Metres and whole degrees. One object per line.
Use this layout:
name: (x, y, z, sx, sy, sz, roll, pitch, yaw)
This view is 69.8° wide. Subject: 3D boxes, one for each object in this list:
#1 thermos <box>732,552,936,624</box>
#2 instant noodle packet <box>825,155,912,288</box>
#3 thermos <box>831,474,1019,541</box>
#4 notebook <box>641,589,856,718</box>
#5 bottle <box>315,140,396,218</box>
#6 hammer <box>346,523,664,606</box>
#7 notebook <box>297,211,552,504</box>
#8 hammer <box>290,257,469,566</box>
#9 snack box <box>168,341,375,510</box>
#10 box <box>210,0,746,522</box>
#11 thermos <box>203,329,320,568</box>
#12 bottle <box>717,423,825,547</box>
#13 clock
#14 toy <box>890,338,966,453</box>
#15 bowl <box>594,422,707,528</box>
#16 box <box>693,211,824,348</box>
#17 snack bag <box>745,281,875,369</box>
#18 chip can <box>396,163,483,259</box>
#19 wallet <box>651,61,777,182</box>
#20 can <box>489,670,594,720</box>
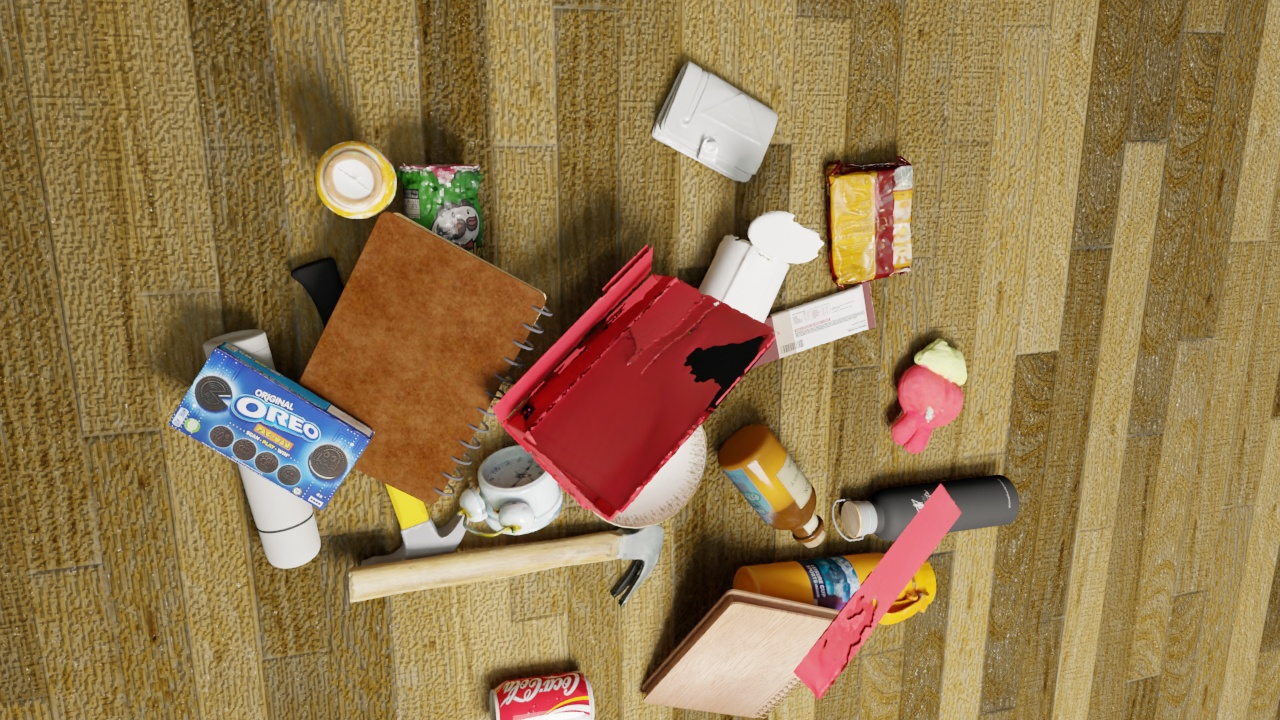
thermos: (0.229, 0.273, 1.061, 0.232, 0.091, 0.076, -1, 145, -18)
instant noodle packet: (0.245, -0.150, 0.984, 0.098, 0.039, 0.135, -11, 109, -16)
thermos: (0.331, 0.177, 1.084, 0.231, 0.061, 0.061, -4, 105, -17)
notebook: (0.121, 0.334, 1.024, 0.169, 0.022, 0.211, 17, 128, -21)
bottle: (-0.241, -0.153, 0.785, 0.063, 0.109, 0.063, -2, 99, -13)
hammer: (-0.128, 0.206, 0.939, 0.329, 0.033, 0.132, -3, 108, -25)
notebook: (-0.199, 0.004, 0.816, 0.167, 0.024, 0.226, 28, 103, -9)
hammer: (-0.254, 0.058, 0.882, 0.127, 0.029, 0.324, -19, 108, -13)
snack box: (-0.317, 0.058, 0.796, 0.150, 0.027, 0.082, 33, 100, -13)
box: (-0.072, -0.075, 0.732, 0.215, 0.141, 0.511, -46, 133, -15)
thermos: (-0.344, 0.085, 0.844, 0.052, 0.052, 0.224, -13, 107, -15)
bottle: (0.154, 0.146, 1.015, 0.068, 0.068, 0.157, -41, 112, -5)
clock: (-0.126, 0.134, 0.897, 0.117, 0.083, 0.057, -50, 143, -47)
toy: (0.332, 0.042, 1.058, 0.091, 0.045, 0.135, 21, 92, -25)
bowl: (-0.010, 0.095, 0.944, 0.145, 0.063, 0.145, -2, 95, -23)
box: (0.111, -0.079, 0.904, 0.083, 0.143, 0.137, 24, 93, -7)
snack bag: (0.185, -0.040, 1.006, 0.157, 0.013, 0.057, -19, 111, -13)
chip can: (-0.178, -0.068, 0.849, 0.075, 0.075, 0.223, -6, 106, -17)
wallet: (0.077, -0.235, 0.911, 0.116, 0.032, 0.086, 19, 95, -21)
can: (-0.107, 0.374, 0.990, 0.104, 0.064, 0.064, -2, 104, -18)
